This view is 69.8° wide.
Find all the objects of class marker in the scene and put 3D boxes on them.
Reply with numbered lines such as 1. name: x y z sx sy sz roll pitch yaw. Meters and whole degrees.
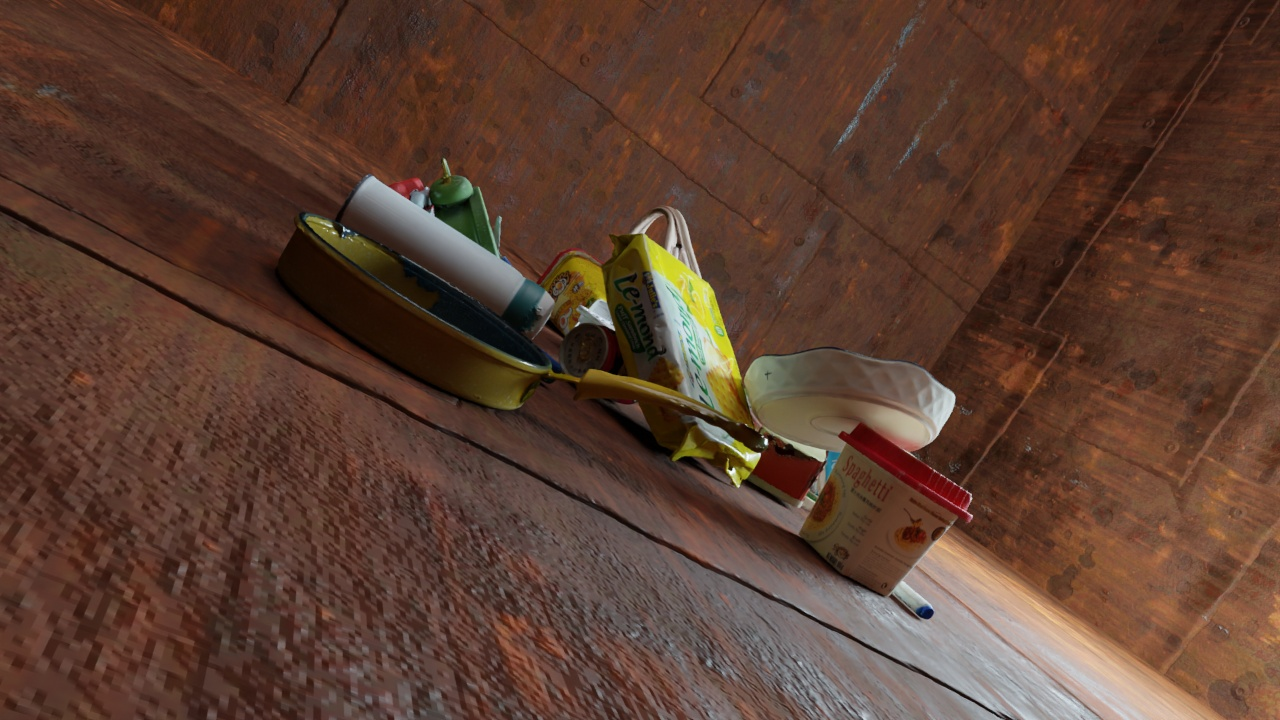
1. marker: 0.242 0.213 0.915 0.017 0.017 0.146 31 5 -27

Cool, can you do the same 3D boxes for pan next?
1. pan: -0.078 -0.006 0.641 0.357 0.078 0.197 32 5 -5

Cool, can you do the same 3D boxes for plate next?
1. plate: 0.204 0.047 0.917 0.205 0.045 0.205 10 -21 4

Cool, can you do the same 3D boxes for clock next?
1. clock: -0.198 -0.150 1.039 0.116 0.056 0.161 -167 -119 -82

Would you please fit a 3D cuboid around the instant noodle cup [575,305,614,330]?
1. instant noodle cup: -0.007 0.007 1.148 0.173 0.060 0.138 31 4 -41

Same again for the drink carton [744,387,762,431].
1. drink carton: 0.164 0.091 1.228 0.045 0.053 0.122 35 21 -51

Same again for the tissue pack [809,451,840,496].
1. tissue pack: 0.248 0.128 1.221 0.063 0.140 0.090 -8 11 -7

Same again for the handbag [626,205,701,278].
1. handbag: 0.012 -0.127 1.376 0.093 0.233 0.194 18 -27 -32

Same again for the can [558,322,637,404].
1. can: -0.033 0.003 0.939 0.066 0.066 0.093 36 5 36

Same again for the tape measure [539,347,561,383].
1. tape measure: -0.102 -0.004 0.804 0.058 0.025 0.054 35 1 -38

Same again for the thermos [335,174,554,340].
1. thermos: -0.191 -0.096 0.921 0.224 0.073 0.073 33 4 -8

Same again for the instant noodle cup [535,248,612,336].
1. instant noodle cup: -0.080 -0.078 1.310 0.116 0.116 0.123 28 18 -41

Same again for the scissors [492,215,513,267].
1. scissors: -0.178 -0.130 1.149 0.162 0.012 0.174 52 -24 6

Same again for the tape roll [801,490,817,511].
1. tape roll: 0.202 0.169 1.141 0.086 0.014 0.085 33 4 -3

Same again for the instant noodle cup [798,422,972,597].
1. instant noodle cup: 0.223 0.142 0.860 0.116 0.124 0.116 30 6 -29

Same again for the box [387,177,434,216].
1. box: -0.270 -0.156 1.059 0.201 0.095 0.098 -121 -172 -75

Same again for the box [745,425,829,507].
1. box: 0.174 0.105 1.090 0.091 0.077 0.168 30 10 9

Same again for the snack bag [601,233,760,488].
1. snack bag: 0.039 0.001 0.918 0.158 0.068 0.246 28 40 -54
